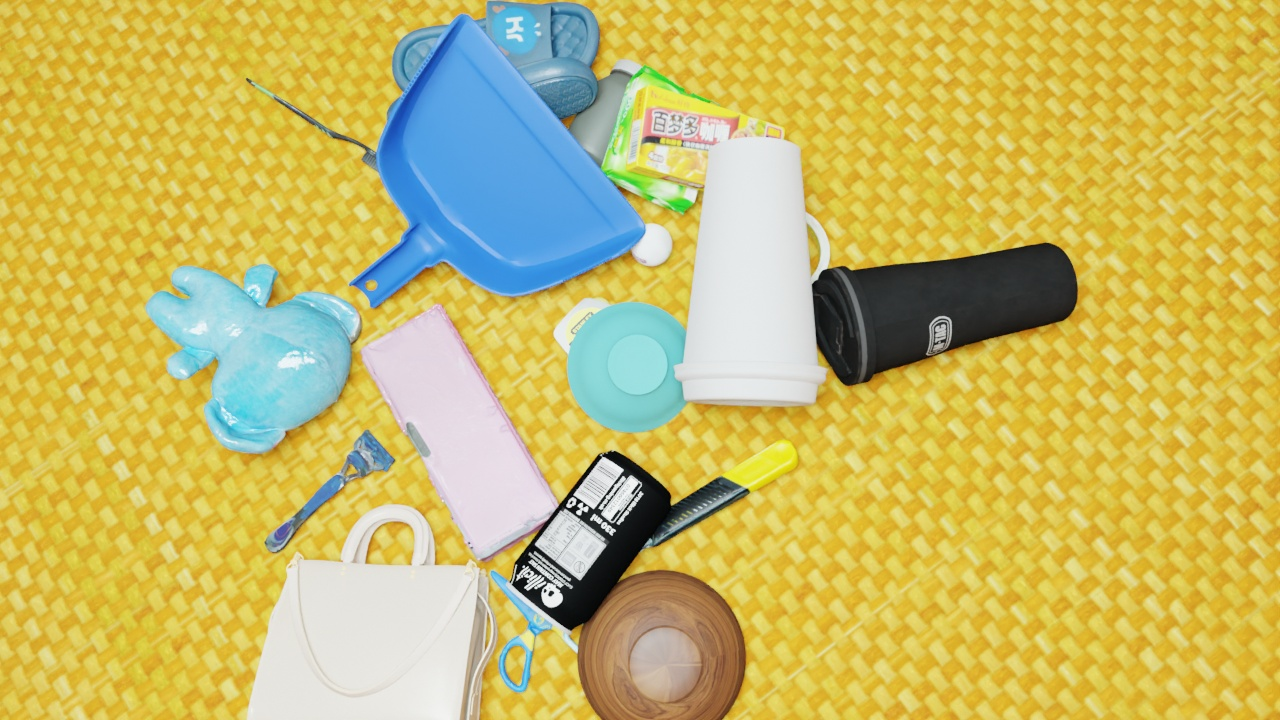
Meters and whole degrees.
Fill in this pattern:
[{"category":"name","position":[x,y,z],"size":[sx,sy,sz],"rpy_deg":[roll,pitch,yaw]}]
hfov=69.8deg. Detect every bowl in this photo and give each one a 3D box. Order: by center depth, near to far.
[{"category":"bowl","position":[0.019,0.252,0.772],"size":[0.147,0.069,0.147],"rpy_deg":[0,78,-1]},{"category":"bowl","position":[-0.005,0.005,0.831],"size":[0.121,0.046,0.121],"rpy_deg":[0,87,-6]}]

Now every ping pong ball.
[{"category":"ping pong ball","position":[0.010,-0.110,0.871],"size":[0.040,0.040,0.040],"rpy_deg":[-1,78,3]}]

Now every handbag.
[{"category":"handbag","position":[-0.221,0.222,0.795],"size":[0.195,0.101,0.197],"rpy_deg":[2,66,4]}]

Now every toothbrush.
[{"category":"toothbrush","position":[-0.331,-0.240,0.934],"size":[0.188,0.014,0.017],"rpy_deg":[32,89,10]}]

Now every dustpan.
[{"category":"dustpan","position":[-0.171,-0.134,0.847],"size":[0.258,0.059,0.245],"rpy_deg":[-31,113,27]}]

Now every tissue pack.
[{"category":"tissue pack","position":[0.021,-0.205,0.867],"size":[0.099,0.034,0.114],"rpy_deg":[19,84,-27]}]

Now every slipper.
[{"category":"slipper","position":[-0.143,-0.247,0.859],"size":[0.214,0.103,0.059],"rpy_deg":[-10,76,20]},{"category":"slipper","position":[-0.145,-0.307,0.915],"size":[0.214,0.059,0.103],"rpy_deg":[-9,80,3]}]

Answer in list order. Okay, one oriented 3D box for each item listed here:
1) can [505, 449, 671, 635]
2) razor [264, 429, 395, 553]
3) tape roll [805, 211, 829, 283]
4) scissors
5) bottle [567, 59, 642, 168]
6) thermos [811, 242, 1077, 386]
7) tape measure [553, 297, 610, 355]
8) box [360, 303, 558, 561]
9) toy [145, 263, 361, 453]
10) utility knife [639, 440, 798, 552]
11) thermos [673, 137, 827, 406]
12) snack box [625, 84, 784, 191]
[{"category":"can","position":[-0.043,0.155,0.791],"size":[0.080,0.080,0.146],"rpy_deg":[36,78,10]},{"category":"razor","position":[-0.293,0.127,0.850],"size":[0.141,0.018,0.044],"rpy_deg":[-44,79,-6]},{"category":"tape roll","position":[0.132,-0.101,0.873],"size":[0.094,0.019,0.094],"rpy_deg":[-1,78,3]},{"category":"scissors","position":[-0.083,0.233,0.817],"size":[0.125,0.016,0.125],"rpy_deg":[8,78,1]},{"category":"bottle","position":[-0.030,-0.234,0.890],"size":[0.060,0.060,0.108],"rpy_deg":[27,81,9]},{"category":"thermos","position":[0.267,-0.049,0.816],"size":[0.218,0.106,0.105],"rpy_deg":[-12,77,-4]},{"category":"tape measure","position":[-0.043,-0.023,0.867],"size":[0.064,0.017,0.065],"rpy_deg":[-44,79,-6]},{"category":"box","position":[-0.166,0.064,0.844],"size":[0.098,0.041,0.232],"rpy_deg":[-30,77,-3]},{"category":"toy","position":[-0.358,-0.010,0.840],"size":[0.180,0.115,0.183],"rpy_deg":[32,58,-8]},{"category":"utility knife","position":[0.054,0.130,0.828],"size":[0.198,0.020,0.028],"rpy_deg":[-29,55,-2]},{"category":"thermos","position":[0.097,-0.073,0.801],"size":[0.131,0.131,0.221],"rpy_deg":[1,85,4]},{"category":"snack box","position":[0.062,-0.197,0.853],"size":[0.152,0.025,0.075],"rpy_deg":[9,87,-26]}]
